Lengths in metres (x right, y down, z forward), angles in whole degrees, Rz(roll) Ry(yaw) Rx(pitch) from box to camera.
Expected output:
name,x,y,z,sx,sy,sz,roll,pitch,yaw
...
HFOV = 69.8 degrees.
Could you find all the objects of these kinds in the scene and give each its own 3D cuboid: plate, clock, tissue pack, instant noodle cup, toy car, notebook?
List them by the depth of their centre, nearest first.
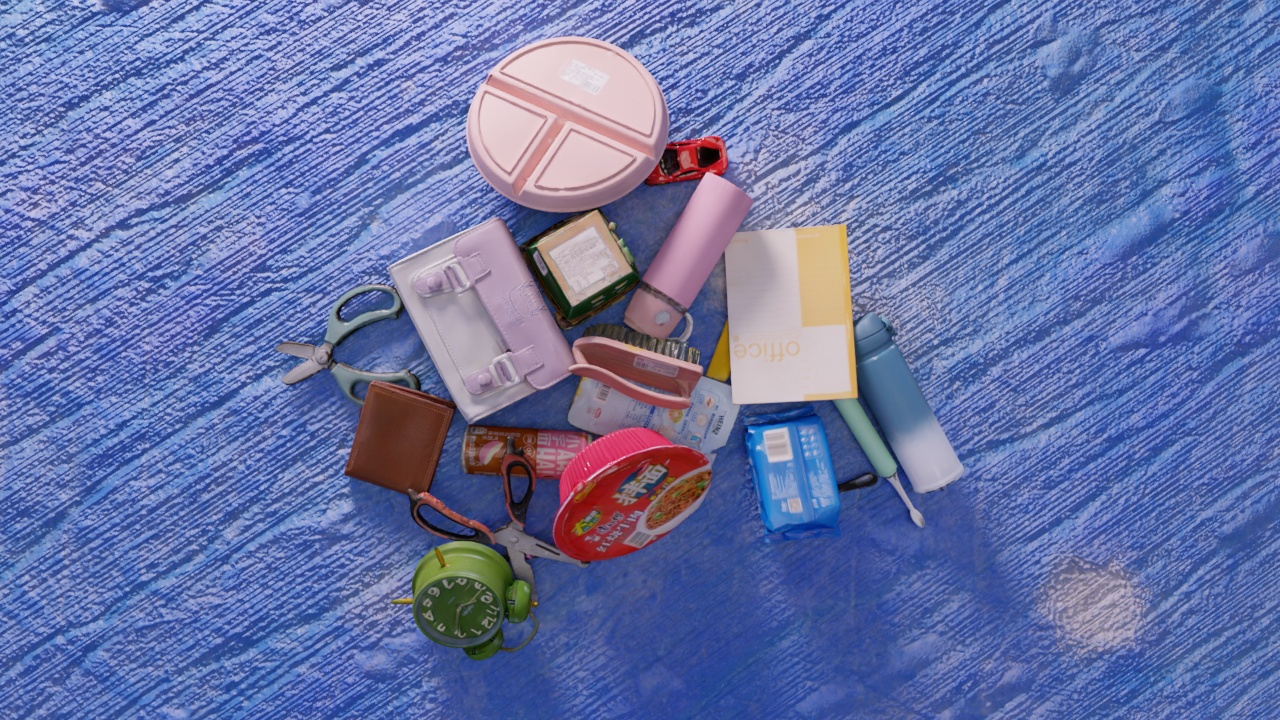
name,x,y,z,sx,sy,sz,roll,pitch,yaw
plate,-0.082,-0.271,1.024,0.229,0.028,0.229,-1,68,2
instant noodle cup,-0.018,0.142,1.029,0.194,0.194,0.066,-29,51,-4
clock,-0.189,0.277,1.043,0.161,0.056,0.116,35,108,-16
notebook,0.173,-0.054,1.070,0.146,0.010,0.206,-3,83,9
tissue pack,0.177,0.134,1.074,0.095,0.052,0.157,-8,73,-4
toy car,0.050,-0.234,1.078,0.106,0.031,0.049,-9,91,-3

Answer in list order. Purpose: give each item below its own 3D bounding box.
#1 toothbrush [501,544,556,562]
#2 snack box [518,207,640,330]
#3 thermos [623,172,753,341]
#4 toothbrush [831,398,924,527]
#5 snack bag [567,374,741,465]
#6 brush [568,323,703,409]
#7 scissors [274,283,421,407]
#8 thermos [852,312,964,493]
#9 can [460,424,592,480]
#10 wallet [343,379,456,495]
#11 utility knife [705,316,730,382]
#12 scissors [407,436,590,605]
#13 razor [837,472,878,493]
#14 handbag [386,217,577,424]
name,x,y,z,sx,sy,sz,roll,pitch,yaw
toothbrush,-0.126,0.229,1.082,0.189,0.018,0.014,-9,101,-6
snack box,-0.067,-0.110,1.033,0.117,0.105,0.118,-31,93,-3
thermos,0.060,-0.111,1.064,0.087,0.067,0.198,29,93,-26
toothbrush,0.284,0.107,1.108,0.026,0.027,0.224,-32,93,4
snack bag,0.018,0.055,1.079,0.191,0.039,0.110,20,83,-6
brush,-0.006,0.006,1.027,0.145,0.063,0.072,17,61,-5
scissors,-0.324,0.003,1.059,0.173,0.019,0.178,-35,95,-5
thermos,0.306,0.049,1.089,0.070,0.070,0.220,-29,94,-4
can,-0.130,0.107,1.057,0.147,0.058,0.058,4,91,-5
wallet,-0.276,0.091,1.052,0.101,0.032,0.124,18,101,-5
utility knife,0.113,-0.044,1.095,0.033,0.015,0.154,22,90,12
scissors,-0.160,0.191,1.046,0.189,0.015,0.223,-9,110,0
razor,0.218,0.160,1.106,0.142,0.022,0.042,-16,71,-4
handbag,-0.175,-0.045,1.035,0.145,0.098,0.197,-28,94,-9
